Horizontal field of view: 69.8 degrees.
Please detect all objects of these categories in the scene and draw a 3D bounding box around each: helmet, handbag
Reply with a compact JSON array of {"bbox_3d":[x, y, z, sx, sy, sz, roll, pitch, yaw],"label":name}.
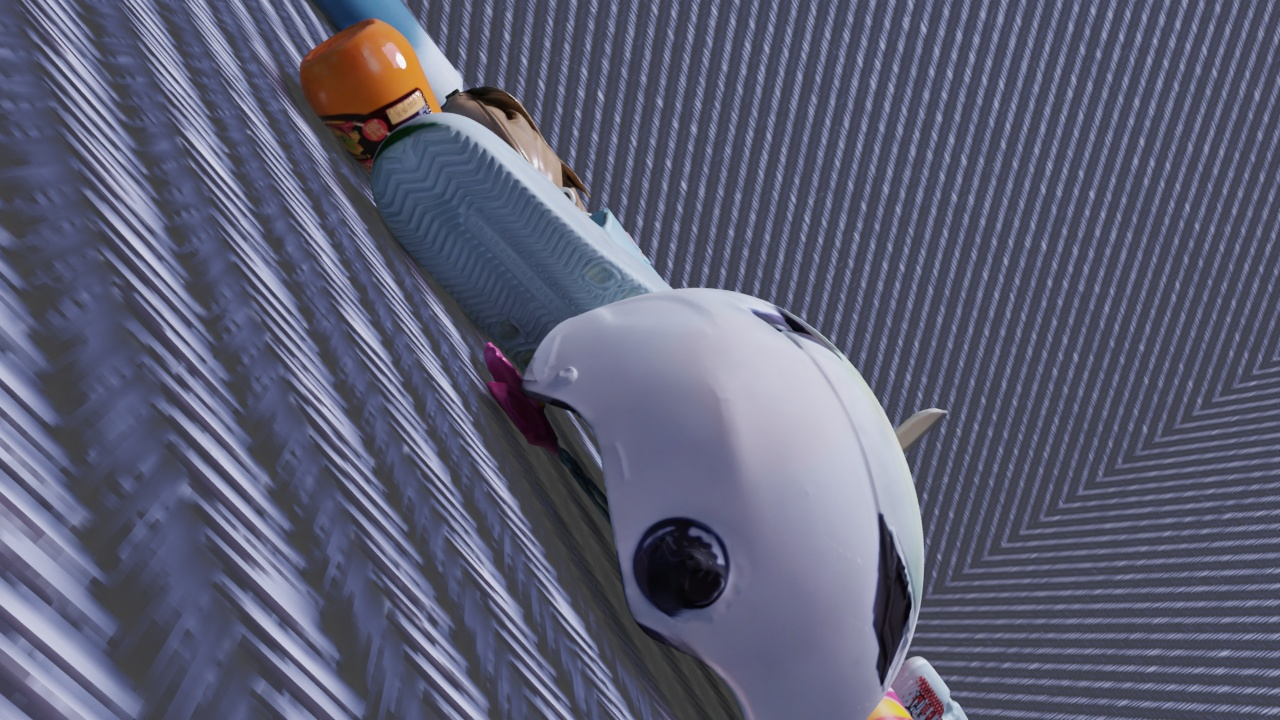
[{"bbox_3d":[0.065,0.070,0.480,0.258,0.146,0.229,60,3,19],"label":"helmet"},{"bbox_3d":[-0.110,-0.160,0.860,0.147,0.100,0.204,59,2,31],"label":"handbag"}]

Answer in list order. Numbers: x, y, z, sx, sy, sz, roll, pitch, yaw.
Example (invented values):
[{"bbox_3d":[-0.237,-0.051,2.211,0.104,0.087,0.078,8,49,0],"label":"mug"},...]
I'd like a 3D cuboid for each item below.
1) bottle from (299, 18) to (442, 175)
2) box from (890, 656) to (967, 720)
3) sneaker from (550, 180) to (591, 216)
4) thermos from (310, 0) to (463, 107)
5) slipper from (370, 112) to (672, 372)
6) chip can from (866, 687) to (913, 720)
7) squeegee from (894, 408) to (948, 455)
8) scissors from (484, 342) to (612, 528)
[{"bbox_3d":[-0.135,-0.121,0.542,0.149,0.067,0.066,60,0,-33],"label":"bottle"},{"bbox_3d":[0.191,0.269,0.704,0.201,0.101,0.095,51,6,-46],"label":"box"},{"bbox_3d":[-0.082,-0.098,0.754,0.242,0.090,0.090,35,23,-59],"label":"sneaker"},{"bbox_3d":[-0.247,-0.315,0.841,0.070,0.070,0.220,57,5,36],"label":"thermos"},{"bbox_3d":[-0.057,-0.057,0.552,0.245,0.104,0.074,42,22,-36],"label":"slipper"},{"bbox_3d":[0.121,0.210,0.592,0.071,0.071,0.210,51,5,-41],"label":"chip can"},{"bbox_3d":[0.039,0.066,0.650,0.246,0.247,0.039,30,36,-8],"label":"squeegee"},{"bbox_3d":[-0.041,0.051,0.475,0.138,0.017,0.083,57,2,-18],"label":"scissors"}]
